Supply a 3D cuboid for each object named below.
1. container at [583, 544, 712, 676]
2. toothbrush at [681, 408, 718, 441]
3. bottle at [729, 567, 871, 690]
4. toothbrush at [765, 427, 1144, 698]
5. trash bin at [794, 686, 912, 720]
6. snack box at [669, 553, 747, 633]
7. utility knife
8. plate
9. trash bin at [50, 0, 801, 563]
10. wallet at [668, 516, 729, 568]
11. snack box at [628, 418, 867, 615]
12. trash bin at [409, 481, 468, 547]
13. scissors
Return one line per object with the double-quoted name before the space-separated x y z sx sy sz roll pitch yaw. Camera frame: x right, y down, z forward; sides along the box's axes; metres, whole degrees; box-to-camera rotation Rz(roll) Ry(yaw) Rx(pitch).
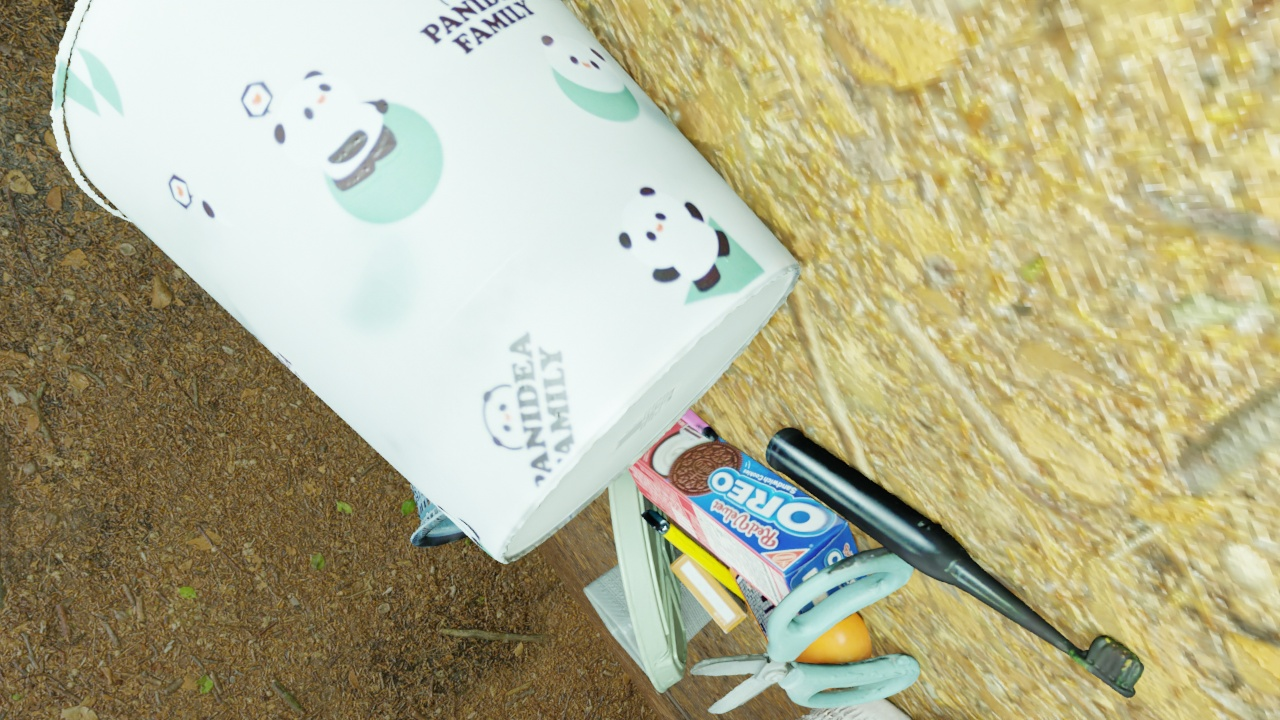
"container" 0.018 0.254 0.976 0.090 0.114 0.090 34 156 51
"toothbrush" -0.004 0.004 0.699 0.189 0.014 0.018 40 148 37
"bottle" 0.099 0.162 0.657 0.149 0.066 0.067 54 166 27
"toothbrush" 0.140 0.090 0.446 0.026 0.027 0.213 8 -163 -40
"trash bin" 0.148 0.368 0.698 0.227 0.192 0.228 48 163 19
"snack box" 0.066 0.212 0.855 0.075 0.026 0.154 49 177 13
"utility knife" 0.089 0.184 0.717 0.230 0.015 0.033 40 176 -17
"plate" 0.008 0.168 0.800 0.230 0.027 0.230 -10 -92 -86
"trash bin" -0.079 -0.063 0.421 0.252 0.229 0.230 45 163 9
"wallet" 0.064 0.142 0.768 0.101 0.032 0.125 43 162 25
"snack box" 0.063 0.101 0.631 0.207 0.057 0.058 32 152 54
"trash bin" -0.155 0.049 0.911 0.195 0.226 0.227 63 167 13
"scissors" 0.122 0.168 0.549 0.170 0.174 0.019 -57 33 33
